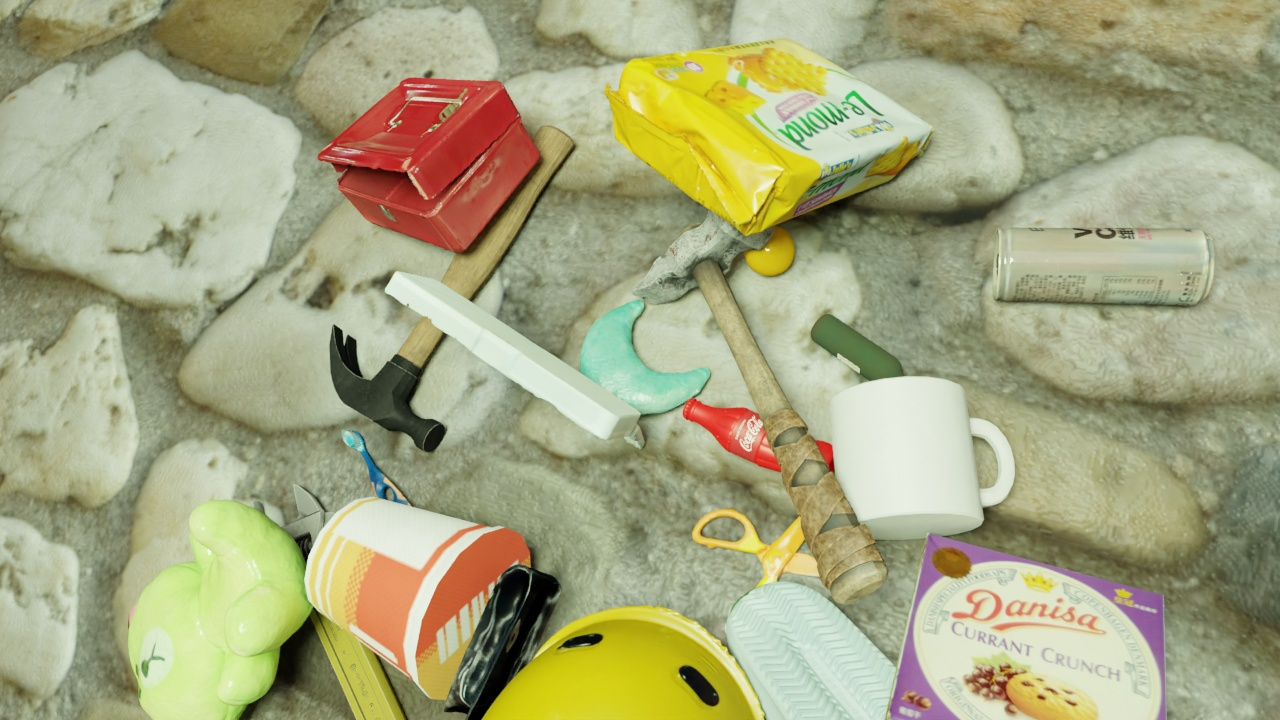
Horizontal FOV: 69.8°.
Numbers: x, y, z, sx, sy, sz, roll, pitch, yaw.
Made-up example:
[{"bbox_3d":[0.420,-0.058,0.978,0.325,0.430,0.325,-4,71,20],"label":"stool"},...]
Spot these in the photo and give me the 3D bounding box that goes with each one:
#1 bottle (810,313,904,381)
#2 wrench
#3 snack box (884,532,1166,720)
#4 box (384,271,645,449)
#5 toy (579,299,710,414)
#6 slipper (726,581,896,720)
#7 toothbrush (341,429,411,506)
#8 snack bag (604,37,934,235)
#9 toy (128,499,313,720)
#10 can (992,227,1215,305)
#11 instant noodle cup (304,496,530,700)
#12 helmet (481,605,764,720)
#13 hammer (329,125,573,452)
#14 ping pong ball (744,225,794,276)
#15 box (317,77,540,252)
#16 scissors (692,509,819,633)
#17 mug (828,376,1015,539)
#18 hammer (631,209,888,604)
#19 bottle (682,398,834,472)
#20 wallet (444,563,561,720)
[{"bbox_3d":[0.174,0.002,0.683,0.106,0.025,0.025,38,83,25],"label":"bottle"},{"bbox_3d":[-0.243,0.211,0.727,0.083,0.018,0.273,-36,64,1],"label":"wrench"},{"bbox_3d":[0.230,0.186,0.549,0.143,0.041,0.147,13,42,19],"label":"snack box"},{"bbox_3d":[-0.085,0.001,0.682,0.197,0.134,0.041,34,92,15],"label":"box"},{"bbox_3d":[-0.004,0.004,0.733,0.085,0.033,0.105,-37,65,-15],"label":"toy"},{"bbox_3d":[0.137,0.247,0.568,0.103,0.074,0.245,-18,50,-25],"label":"slipper"},{"bbox_3d":[-0.212,0.105,0.760,0.021,0.017,0.135,-45,64,7],"label":"toothbrush"},{"bbox_3d":[0.096,-0.172,0.691,0.159,0.068,0.246,43,44,22],"label":"snack bag"},{"bbox_3d":[-0.318,0.201,0.698,0.197,0.107,0.150,-45,65,36],"label":"toy"},{"bbox_3d":[0.324,-0.067,0.651,0.136,0.054,0.054,3,70,17],"label":"can"},{"bbox_3d":[-0.166,0.163,0.672,0.121,0.123,0.123,16,74,27],"label":"instant noodle cup"},{"bbox_3d":[-0.029,0.277,0.543,0.209,0.139,0.240,13,94,20],"label":"helmet"},{"bbox_3d":[-0.156,-0.080,0.807,0.132,0.040,0.305,27,78,20],"label":"hammer"},{"bbox_3d":[0.103,-0.087,0.730,0.040,0.040,0.040,-6,68,14],"label":"ping pong ball"},{"bbox_3d":[-0.183,-0.176,0.800,0.158,0.092,0.129,20,66,43],"label":"box"},{"bbox_3d":[0.095,0.149,0.657,0.125,0.011,0.128,7,74,19],"label":"scissors"},{"bbox_3d":[0.193,0.068,0.621,0.121,0.091,0.090,0,69,-2],"label":"mug"},{"bbox_3d":[0.085,0.019,0.642,0.122,0.049,0.318,-43,49,27],"label":"hammer"},{"bbox_3d":[0.086,0.058,0.681,0.119,0.036,0.036,23,77,23],"label":"bottle"},{"bbox_3d":[-0.096,0.202,0.650,0.026,0.089,0.114,20,75,16],"label":"wallet"}]
